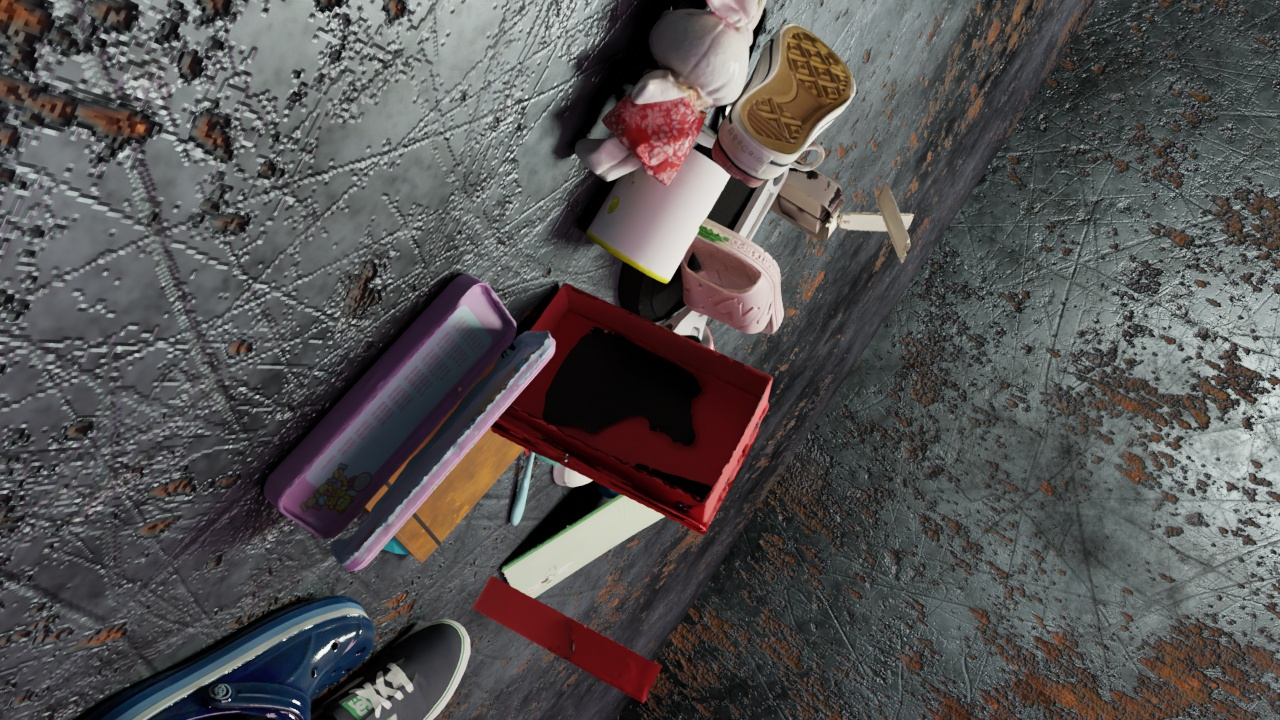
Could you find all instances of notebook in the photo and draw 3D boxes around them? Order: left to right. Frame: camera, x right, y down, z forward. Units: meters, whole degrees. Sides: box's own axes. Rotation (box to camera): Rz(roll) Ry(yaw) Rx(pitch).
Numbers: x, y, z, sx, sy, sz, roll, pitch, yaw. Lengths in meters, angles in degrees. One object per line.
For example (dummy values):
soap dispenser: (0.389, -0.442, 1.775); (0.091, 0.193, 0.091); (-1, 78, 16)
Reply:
notebook: (-0.173, 0.091, 0.806); (0.178, 0.014, 0.250); (-49, 161, -19)
notebook: (-0.065, 0.237, 1.232); (0.252, 0.010, 0.182); (-30, 155, -15)

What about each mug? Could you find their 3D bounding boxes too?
mug: (0.015, -0.131, 0.775); (0.106, 0.082, 0.082); (-59, 162, 9)

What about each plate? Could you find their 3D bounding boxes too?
plate: (-0.035, 0.086, 1.120); (0.182, 0.034, 0.183); (-47, 161, -22)

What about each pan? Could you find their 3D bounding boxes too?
pan: (0.074, -0.180, 0.919); (0.224, 0.034, 0.357); (-39, 158, -40)

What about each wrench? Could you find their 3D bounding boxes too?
wrench: (0.082, -0.097, 0.996); (0.273, 0.018, 0.086); (-61, 153, 11)

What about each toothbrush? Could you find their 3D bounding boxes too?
toothbrush: (-0.124, 0.133, 0.996); (0.016, 0.016, 0.181); (-22, 151, -32)

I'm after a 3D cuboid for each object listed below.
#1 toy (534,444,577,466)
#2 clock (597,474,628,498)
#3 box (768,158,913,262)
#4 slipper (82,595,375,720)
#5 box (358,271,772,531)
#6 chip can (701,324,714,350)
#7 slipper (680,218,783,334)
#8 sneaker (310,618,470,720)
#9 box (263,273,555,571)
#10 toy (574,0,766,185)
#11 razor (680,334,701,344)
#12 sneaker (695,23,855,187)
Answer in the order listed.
toy: (-0.069, 0.070, 1.005); (0.105, 0.033, 0.085); (-57, 143, -2)
clock: (-0.004, 0.149, 1.267); (0.116, 0.060, 0.161); (-47, 161, -11)
box: (0.234, -0.181, 1.061); (0.069, 0.191, 0.143); (-56, 169, -1)
slipper: (-0.298, 0.267, 0.685); (0.252, 0.095, 0.105); (-16, 135, -58)
box: (-0.027, 0.007, 0.671); (0.153, 0.214, 0.325); (-63, 165, -9)
chip can: (0.068, 0.012, 1.190); (0.069, 0.069, 0.221); (-52, 162, -9)
slipper: (0.091, -0.066, 0.921); (0.064, 0.094, 0.239); (-59, 157, -7)
sneaker: (-0.267, 0.347, 0.925); (0.234, 0.084, 0.079); (-40, 157, -30)
box: (-0.157, 0.045, 0.655); (0.213, 0.096, 0.077); (-50, 173, -15)
toy: (0.031, -0.211, 0.677); (0.194, 0.084, 0.159); (-51, 171, 10)
razor: (-0.006, 0.005, 0.939); (0.151, 0.067, 0.054); (-10, 138, -15)
sneaker: (0.111, -0.206, 0.779); (0.088, 0.118, 0.240); (-48, -174, 45)
